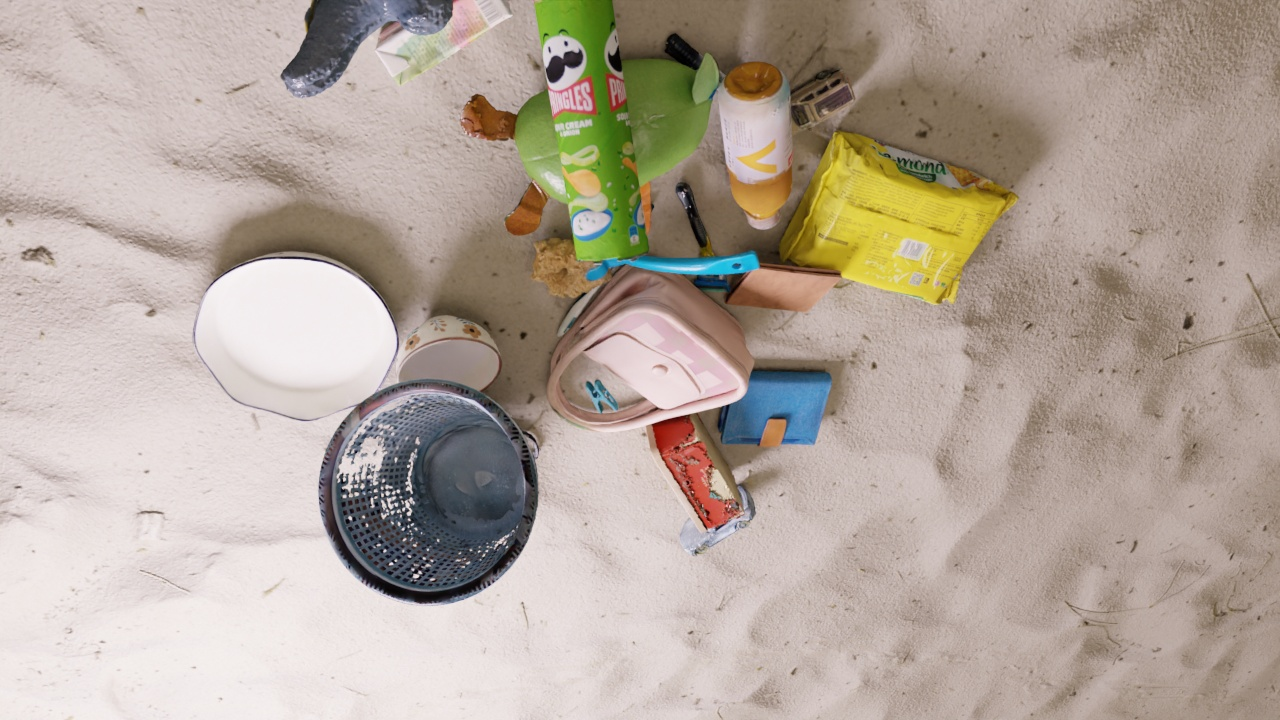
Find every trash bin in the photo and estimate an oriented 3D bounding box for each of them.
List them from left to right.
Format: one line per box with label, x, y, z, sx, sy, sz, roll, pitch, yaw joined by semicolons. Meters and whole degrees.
trash bin;-0.205;0.135;1.006;0.226;0.195;0.226;0;87;5

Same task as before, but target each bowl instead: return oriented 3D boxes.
bowl;-0.214;-0.009;1.010;0.113;0.062;0.114;-12;143;-10

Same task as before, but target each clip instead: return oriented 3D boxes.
clip;-0.045;0.041;1.059;0.041;0.014;0.056;-10;139;18

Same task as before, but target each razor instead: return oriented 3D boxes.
razor;0.065;-0.137;1.013;0.043;0.022;0.143;3;133;31

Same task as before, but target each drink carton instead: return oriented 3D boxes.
drink carton;-0.178;-0.301;0.823;0.122;0.053;0.045;-28;124;8

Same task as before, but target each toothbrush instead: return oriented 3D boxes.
toothbrush;-0.044;-0.099;1.020;0.018;0.016;0.192;30;114;-18

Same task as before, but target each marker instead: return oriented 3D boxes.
marker;0.076;-0.279;0.916;0.130;0.018;0.022;32;97;-29

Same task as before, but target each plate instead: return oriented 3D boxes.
plate;-0.364;-0.029;0.983;0.204;0.045;0.205;-6;126;-9

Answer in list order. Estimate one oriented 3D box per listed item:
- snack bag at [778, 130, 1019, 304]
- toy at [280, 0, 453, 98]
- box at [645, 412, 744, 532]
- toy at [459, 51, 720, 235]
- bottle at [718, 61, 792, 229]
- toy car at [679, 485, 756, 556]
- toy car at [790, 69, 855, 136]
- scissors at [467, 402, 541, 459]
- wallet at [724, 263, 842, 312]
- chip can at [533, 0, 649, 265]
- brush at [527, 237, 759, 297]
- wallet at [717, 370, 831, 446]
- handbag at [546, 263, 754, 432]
snack bag;0.285;-0.149;1.024;0.246;0.068;0.158;11;122;-20
toy;-0.152;-0.346;0.750;0.356;0.137;0.091;-30;156;2
box;0.077;0.132;1.163;0.079;0.091;0.168;-25;126;10
toy;-0.039;-0.220;0.890;0.246;0.090;0.227;-19;116;-3
bottle;0.120;-0.209;0.929;0.068;0.068;0.190;-17;144;0
toy car;0.103;0.219;1.254;0.121;0.054;0.037;-38;127;16
toy car;0.174;-0.260;0.940;0.090;0.035;0.042;-27;125;10
scissors;-0.195;0.079;1.116;0.172;0.014;0.145;19;118;-23
wallet;0.158;-0.082;1.030;0.101;0.020;0.115;5;164;-11
chip can;-0.041;-0.205;0.811;0.072;0.072;0.236;-10;107;-5
brush;-0.003;-0.098;0.946;0.255;0.045;0.083;2;149;23
wallet;0.170;0.061;1.169;0.133;0.040;0.106;2;120;-13
handbag;-0.006;0.006;1.073;0.235;0.093;0.193;-33;127;26
